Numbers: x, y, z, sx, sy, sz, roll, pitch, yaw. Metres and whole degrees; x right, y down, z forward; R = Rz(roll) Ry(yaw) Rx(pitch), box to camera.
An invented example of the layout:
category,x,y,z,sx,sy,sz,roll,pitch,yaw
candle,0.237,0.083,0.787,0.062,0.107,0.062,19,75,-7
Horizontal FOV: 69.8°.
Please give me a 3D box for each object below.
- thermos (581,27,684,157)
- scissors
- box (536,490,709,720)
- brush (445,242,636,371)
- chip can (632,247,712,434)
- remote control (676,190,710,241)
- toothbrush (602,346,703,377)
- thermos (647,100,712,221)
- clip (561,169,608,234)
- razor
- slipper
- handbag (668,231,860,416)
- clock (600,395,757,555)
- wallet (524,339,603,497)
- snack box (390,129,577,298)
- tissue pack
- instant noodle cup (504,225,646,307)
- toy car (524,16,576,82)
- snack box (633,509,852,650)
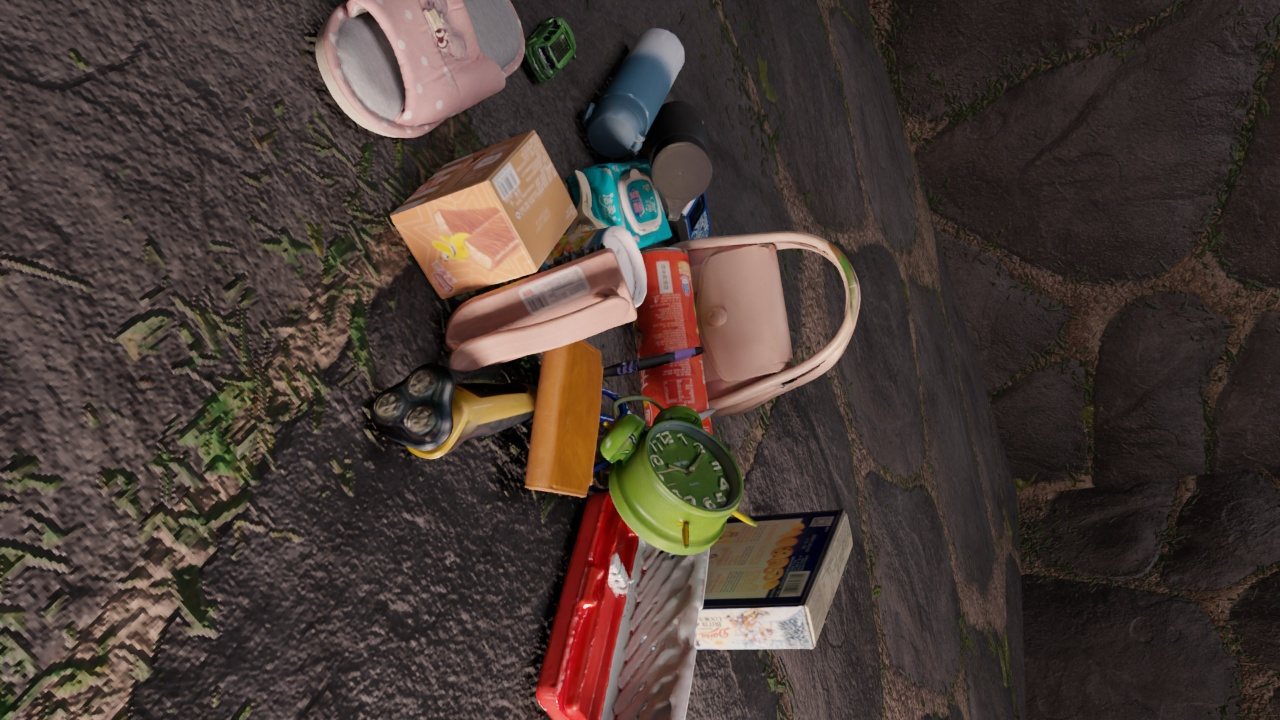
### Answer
category,x,y,z,sx,sy,sz,roll,pitch,yaw
thermos,-0.005,-0.300,1.024,0.070,0.070,0.219,60,33,-30
scissors,0.003,0.069,0.874,0.162,0.012,0.162,50,58,-12
box,-0.008,0.209,0.769,0.200,0.100,0.095,-77,150,-41
brush,-0.079,-0.034,0.692,0.073,0.146,0.063,-104,174,-55
chip can,0.029,-0.007,0.960,0.073,0.073,0.216,9,71,-60
remote control,0.061,-0.163,1.080,0.049,0.024,0.125,-62,165,-14
toothbrush,-0.005,0.005,0.876,0.188,0.017,0.014,-13,94,-39
thermos,0.037,-0.219,0.997,0.242,0.068,0.090,-86,-170,-65
clip,-0.042,-0.133,0.883,0.034,0.087,0.104,2,88,-61
razor,-0.125,0.033,0.678,0.167,0.062,0.067,-5,113,-67
slipper,-0.155,-0.254,0.734,0.114,0.055,0.273,68,29,-19
handbag,0.129,-0.050,0.986,0.093,0.235,0.193,6,73,-52
clock,0.027,0.096,0.822,0.116,0.056,0.161,-6,53,-44
wallet,-0.057,0.048,0.772,0.119,0.035,0.130,41,54,-72
snack box,-0.117,-0.111,0.704,0.077,0.095,0.092,62,31,-27
tissue pack,-0.016,-0.161,0.959,0.133,0.050,0.093,-33,107,-62
instant noodle cup,-0.058,-0.067,0.780,0.099,0.110,0.099,31,54,-54
toy car,-0.086,-0.310,0.908,0.043,0.036,0.091,58,30,-30
snack box,0.096,0.206,0.875,0.177,0.183,0.046,-40,116,-60
